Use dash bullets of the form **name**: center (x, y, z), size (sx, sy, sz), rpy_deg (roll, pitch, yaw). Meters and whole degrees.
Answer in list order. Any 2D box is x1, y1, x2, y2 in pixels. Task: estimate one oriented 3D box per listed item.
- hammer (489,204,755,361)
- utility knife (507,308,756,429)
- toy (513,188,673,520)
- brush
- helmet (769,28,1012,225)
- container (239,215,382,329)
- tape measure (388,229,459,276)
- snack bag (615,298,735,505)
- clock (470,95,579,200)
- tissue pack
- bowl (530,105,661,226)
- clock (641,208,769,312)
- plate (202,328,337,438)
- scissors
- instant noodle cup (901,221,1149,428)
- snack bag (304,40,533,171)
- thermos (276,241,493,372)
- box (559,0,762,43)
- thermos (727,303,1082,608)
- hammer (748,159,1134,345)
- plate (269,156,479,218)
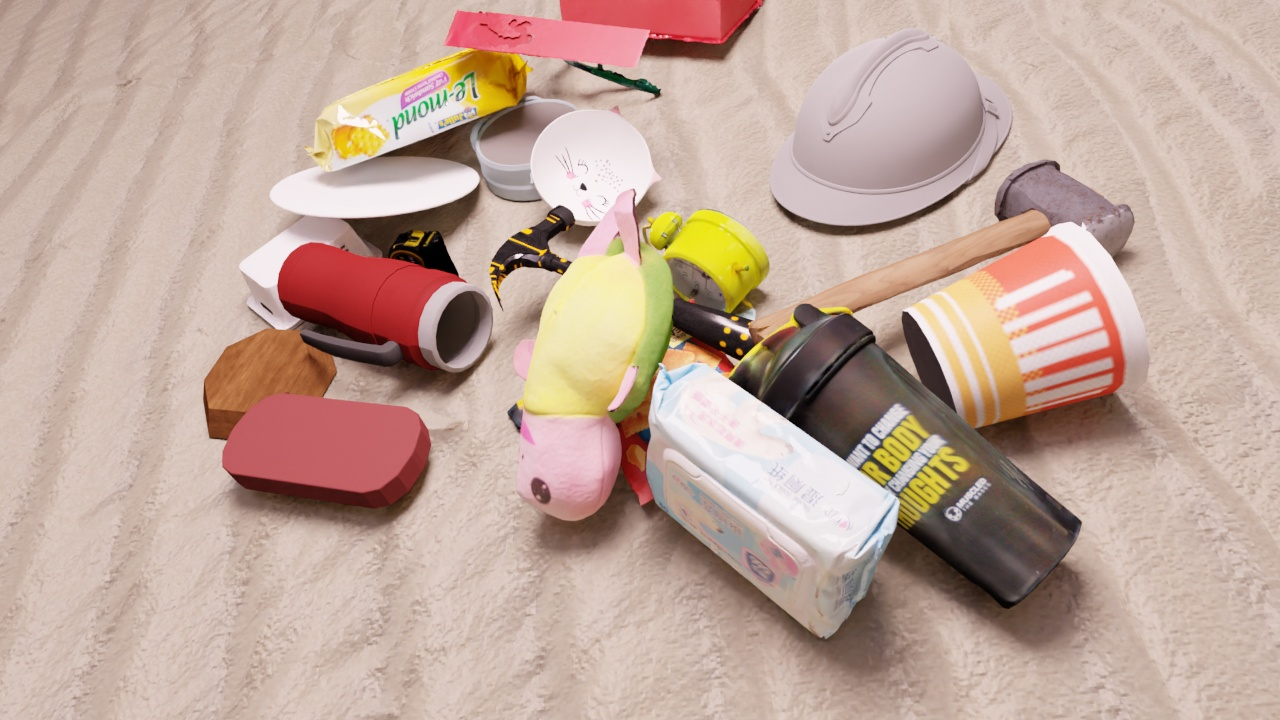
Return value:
- **hammer**: center (0.021, -0.038, 0.723), size (0.321, 0.036, 0.123), rpy_deg (24, 53, 23)
- **utility knife**: center (-0.005, 0.004, 0.763), size (0.224, 0.019, 0.030), rpy_deg (-22, 56, -8)
- **toy**: center (-0.033, -0.002, 0.651), size (0.190, 0.087, 0.238), rpy_deg (10, 88, 56)
- **brush**: center (-0.252, 0.076, 0.747), size (0.174, 0.042, 0.082), rpy_deg (5, 51, 19)
- **helmet**: center (0.231, -0.243, 0.839), size (0.270, 0.118, 0.183), rpy_deg (-39, 51, -21)
- **container**: center (-0.334, -0.096, 0.914), size (0.081, 0.050, 0.129), rpy_deg (31, 63, 34)
- **tape measure**: center (-0.207, -0.096, 0.871), size (0.061, 0.062, 0.034), rpy_deg (6, 49, 19)
- **snack bag**: center (0.023, 0.028, 0.715), size (0.130, 0.039, 0.144), rpy_deg (-28, 54, -10)
- **clock**: center (-0.118, -0.231, 0.976), size (0.122, 0.045, 0.159), rpy_deg (-32, 50, -14)
- **tissue pack**: center (0.073, 0.086, 0.587), size (0.182, 0.112, 0.069), rpy_deg (35, 61, 26)
- **bowl**: center (-0.048, -0.180, 0.890), size (0.114, 0.051, 0.114), rpy_deg (1, 78, -6)
- **clock**: center (0.052, -0.087, 0.779), size (0.119, 0.083, 0.057), rpy_deg (28, 68, 31)
- **plate**: center (-0.343, 0.015, 0.836), size (0.131, 0.025, 0.131), rpy_deg (-8, 48, 9)
- **scissors**: center (-0.078, -0.352, 1.049), size (0.201, 0.015, 0.204), rpy_deg (16, 27, -13)
- **instant noodle cup**: center (0.259, -0.015, 0.641), size (0.121, 0.123, 0.123), rpy_deg (-22, 47, 6)
- **snack bag**: center (-0.231, -0.282, 0.992), size (0.247, 0.068, 0.159), rpy_deg (-19, 21, 5)
- **thermos**: center (-0.238, -0.043, 0.817), size (0.199, 0.084, 0.107), rpy_deg (17, 49, 30)
- **box**: center (0.077, -0.579, 1.121), size (0.214, 0.171, 0.478), rpy_deg (14, 81, 22)
- **thermos**: center (0.167, 0.054, 0.588), size (0.221, 0.098, 0.098), rpy_deg (41, 68, 19)
- **hammer**: center (0.228, -0.074, 0.707), size (0.327, 0.052, 0.098), rpy_deg (-21, 46, -16)
- **plate**: center (-0.272, -0.176, 0.949), size (0.208, 0.015, 0.208), rpy_deg (-1, 28, 0)
